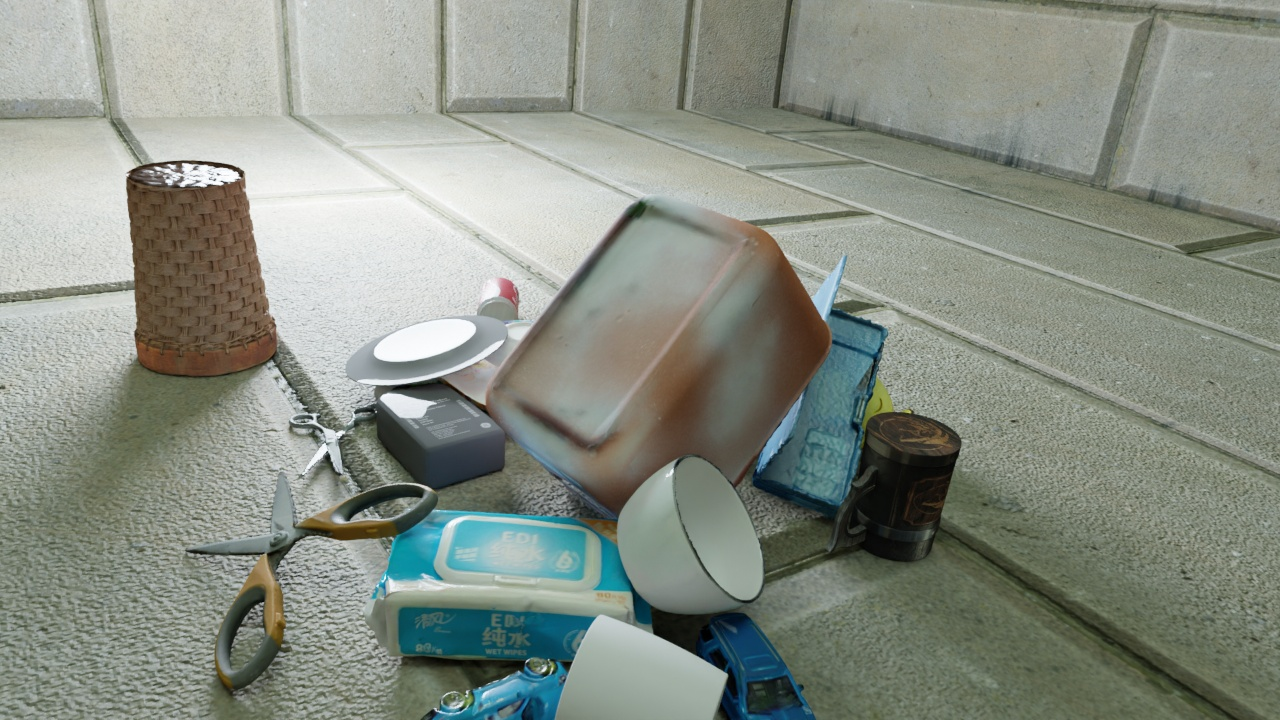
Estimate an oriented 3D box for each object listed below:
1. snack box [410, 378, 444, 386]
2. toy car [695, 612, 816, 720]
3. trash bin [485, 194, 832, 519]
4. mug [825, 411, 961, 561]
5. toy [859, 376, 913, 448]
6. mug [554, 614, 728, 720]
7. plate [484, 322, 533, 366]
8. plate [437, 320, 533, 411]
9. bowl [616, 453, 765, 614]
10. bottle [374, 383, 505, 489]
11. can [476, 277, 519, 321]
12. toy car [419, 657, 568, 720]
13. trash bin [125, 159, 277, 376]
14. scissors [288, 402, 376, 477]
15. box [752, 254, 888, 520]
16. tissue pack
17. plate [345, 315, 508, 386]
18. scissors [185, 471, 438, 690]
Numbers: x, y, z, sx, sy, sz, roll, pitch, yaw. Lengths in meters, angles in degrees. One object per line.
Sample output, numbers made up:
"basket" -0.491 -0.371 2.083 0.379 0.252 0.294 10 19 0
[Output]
"snack box" -0.195 0.003 1.075 0.168 0.027 0.131 11 25 11
"toy car" 0.075 0.217 0.615 0.056 0.044 0.120 -3 25 -18
"trash bin" 0.015 0.002 0.788 0.182 0.157 0.259 29 76 41
"mug" 0.215 0.113 0.802 0.115 0.107 0.080 -8 27 -28
"toy" 0.166 0.043 0.985 0.213 0.084 0.148 -1 46 -13
"mug" -0.004 0.224 0.559 0.088 0.081 0.114 17 57 12
"plate" -0.129 -0.021 1.033 0.104 0.026 0.104 6 26 -3
"plate" -0.138 0.008 1.024 0.186 0.016 0.187 -18 36 -42
"bowl" 0.033 0.133 0.669 0.066 0.116 0.116 -30 11 25
"bottle" -0.214 0.062 0.913 0.083 0.046 0.174 -13 29 -36
"can" -0.189 -0.075 1.224 0.054 0.054 0.096 2 24 -7
"toy car" -0.086 0.221 0.567 0.105 0.048 0.032 -12 28 -35
"trash bin" -0.498 -0.106 1.038 0.151 0.210 0.151 4 24 -2
"scissors" -0.292 0.074 0.909 0.146 0.014 0.142 -16 29 -41
"box" 0.187 0.020 0.877 0.094 0.112 0.230 22 56 4
"tissue pack" -0.088 0.166 0.679 0.209 0.066 0.116 5 25 -5
"plate" -0.233 -0.018 1.000 0.178 0.012 0.178 -9 24 4
"scissors" -0.252 0.139 0.686 0.229 0.016 0.225 -24 34 -2
